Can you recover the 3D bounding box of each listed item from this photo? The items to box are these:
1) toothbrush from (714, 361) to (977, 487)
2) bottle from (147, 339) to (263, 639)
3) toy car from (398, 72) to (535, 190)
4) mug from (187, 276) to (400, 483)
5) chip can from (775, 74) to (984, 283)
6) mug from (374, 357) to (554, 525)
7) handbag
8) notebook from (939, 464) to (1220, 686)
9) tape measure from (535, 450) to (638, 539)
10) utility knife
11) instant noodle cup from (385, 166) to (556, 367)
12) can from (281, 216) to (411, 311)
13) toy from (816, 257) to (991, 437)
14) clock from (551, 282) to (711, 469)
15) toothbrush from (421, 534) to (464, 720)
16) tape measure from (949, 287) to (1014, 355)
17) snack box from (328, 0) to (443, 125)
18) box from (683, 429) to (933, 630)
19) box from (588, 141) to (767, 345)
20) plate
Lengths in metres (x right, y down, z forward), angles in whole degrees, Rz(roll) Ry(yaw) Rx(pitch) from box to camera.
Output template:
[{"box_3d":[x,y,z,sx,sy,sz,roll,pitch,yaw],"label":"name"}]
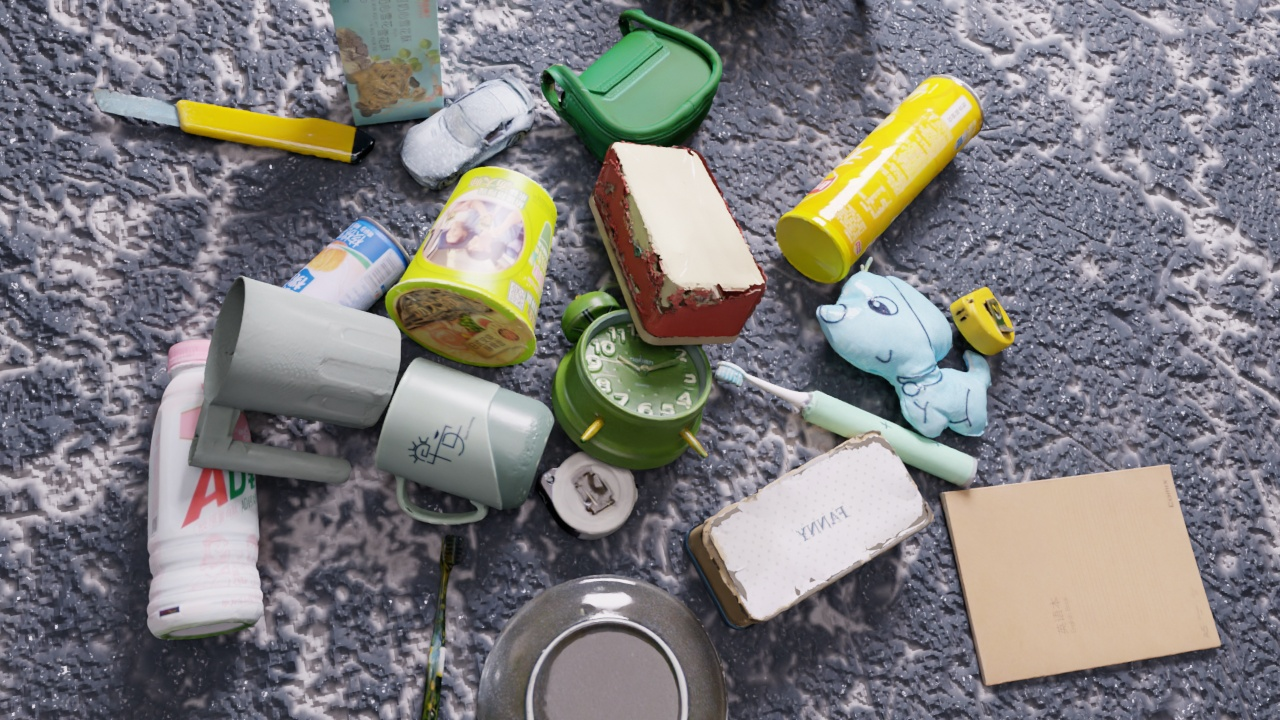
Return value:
[{"box_3d":[0.164,0.047,0.734,0.224,0.027,0.027,23,49,-2],"label":"toothbrush"},{"box_3d":[-0.295,0.082,0.618,0.068,0.068,0.196,-7,70,-13],"label":"bottle"},{"box_3d":[-0.142,-0.189,0.754,0.120,0.037,0.054,-38,82,-17],"label":"toy car"},{"box_3d":[-0.227,0.017,0.605,0.103,0.084,0.124,15,90,-35],"label":"mug"},{"box_3d":[0.208,-0.159,0.788,0.072,0.072,0.213,43,70,5],"label":"chip can"},{"box_3d":[-0.126,0.067,0.651,0.106,0.082,0.112,20,99,-4],"label":"mug"},{"box_3d":[-0.005,-0.230,0.775,0.120,0.068,0.131,41,69,6],"label":"handbag"},{"box_3d":[0.354,0.168,0.738,0.211,0.012,0.149,-5,74,-12],"label":"notebook"},{"box_3d":[-0.036,0.098,0.677,0.065,0.034,0.066,-33,80,-17],"label":"tape measure"},{"box_3d":[-0.321,-0.188,0.729,0.215,0.015,0.033,9,71,-10],"label":"utility knife"},{"box_3d":[-0.115,-0.075,0.687,0.111,0.112,0.123,18,62,-4],"label":"instant noodle cup"},{"box_3d":[-0.235,-0.043,0.677,0.053,0.053,0.134,39,69,4],"label":"can"},{"box_3d":[0.219,-0.011,0.752,0.161,0.050,0.156,-1,67,-24],"label":"toy"},{"box_3d":[-0.004,0.004,0.689,0.116,0.056,0.161,9,51,-17],"label":"clock"},{"box_3d":[-0.139,0.212,0.627,0.012,0.017,0.185,22,64,-43],"label":"toothbrush"},{"box_3d":[0.291,-0.034,0.773,0.059,0.029,0.057,-19,74,-48],"label":"tape measure"},{"box_3d":[-0.191,-0.250,0.691,0.074,0.175,0.051,-10,71,-13],"label":"snack box"},{"box_3d":[0.119,0.128,0.682,0.184,0.061,0.089,-24,77,-15],"label":"box"},{"box_3d":[0.025,-0.098,0.696,0.091,0.077,0.168,-2,50,-24],"label":"box"},{"box_3d":[-0.023,0.238,0.637,0.179,0.024,0.179,3,71,-9],"label":"plate"}]
